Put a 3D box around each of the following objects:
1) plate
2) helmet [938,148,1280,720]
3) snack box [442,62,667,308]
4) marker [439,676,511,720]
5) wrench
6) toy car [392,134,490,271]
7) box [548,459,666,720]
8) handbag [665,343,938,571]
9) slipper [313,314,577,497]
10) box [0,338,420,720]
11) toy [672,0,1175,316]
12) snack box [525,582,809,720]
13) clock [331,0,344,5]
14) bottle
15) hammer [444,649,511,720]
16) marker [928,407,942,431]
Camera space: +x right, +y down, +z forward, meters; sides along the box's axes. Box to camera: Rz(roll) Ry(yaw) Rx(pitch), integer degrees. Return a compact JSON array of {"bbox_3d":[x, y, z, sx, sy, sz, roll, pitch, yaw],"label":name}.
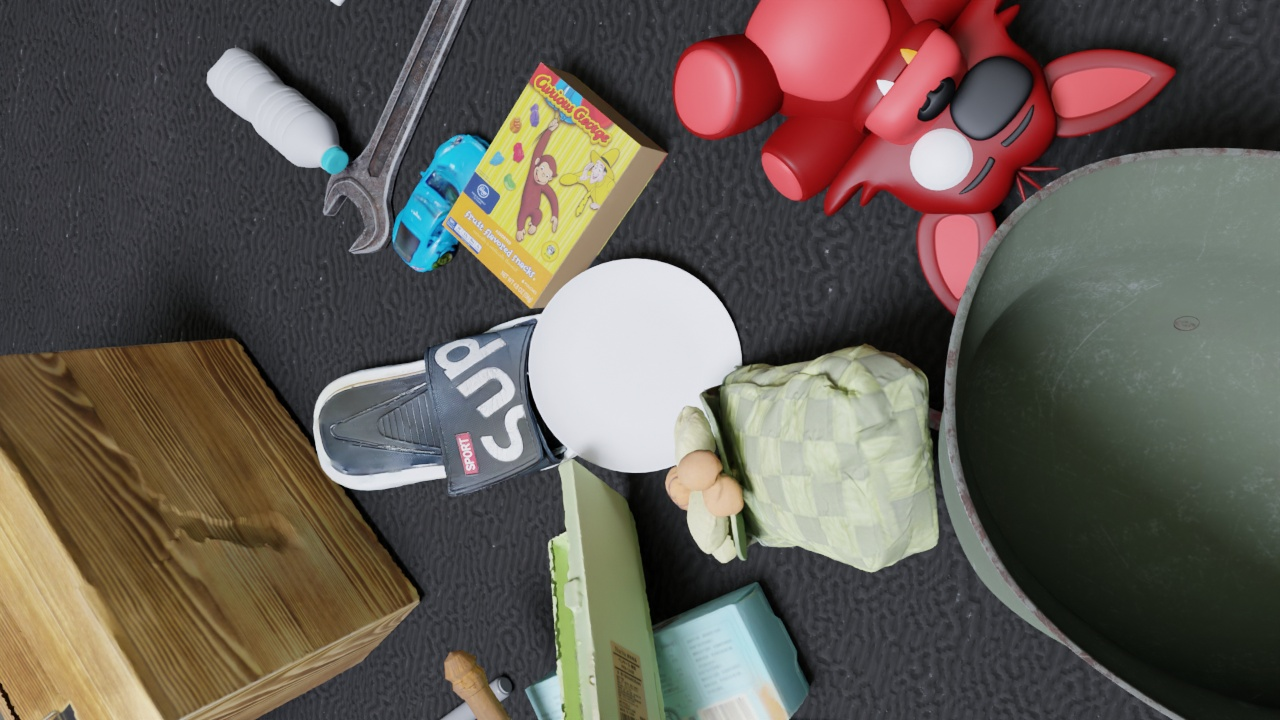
[{"bbox_3d":[-0.003,0.003,0.583,0.134,0.011,0.134,0,93,5],"label":"plate"},{"bbox_3d":[0.241,0.051,0.397,0.268,0.154,0.226,16,73,4],"label":"helmet"},{"bbox_3d":[-0.058,-0.111,0.598,0.088,0.040,0.126,43,111,16],"label":"snack box"},{"bbox_3d":[-0.147,0.278,0.695,0.141,0.016,0.016,-41,78,23],"label":"marker"},{"bbox_3d":[-0.160,-0.200,0.655,0.070,0.010,0.274,37,109,18],"label":"wrench"},{"bbox_3d":[-0.140,-0.111,0.643,0.048,0.032,0.105,45,110,16],"label":"toy car"},{"bbox_3d":[-0.035,0.166,0.546,0.082,0.098,0.187,-31,43,22],"label":"box"},{"bbox_3d":[0.073,0.054,0.484,0.116,0.187,0.113,-14,88,-15],"label":"handbag"},{"bbox_3d":[-0.137,0.038,0.641,0.264,0.063,0.111,-11,90,28],"label":"slipper"},{"bbox_3d":[-0.413,0.198,0.662,0.337,0.286,0.279,-44,76,20],"label":"box"},{"bbox_3d":[0.133,-0.139,0.468,0.197,0.120,0.159,39,108,8],"label":"toy"},{"bbox_3d":[0.015,0.211,0.590,0.175,0.053,0.075,-30,82,24],"label":"snack box"},{"bbox_3d":[-0.153,-0.318,0.609,0.161,0.072,0.125,-36,67,21],"label":"clock"},{"bbox_3d":[-0.269,-0.184,0.688,0.136,0.044,0.044,39,110,20],"label":"bottle"},{"bbox_3d":[-0.032,0.314,0.572,0.163,0.082,0.317,-31,94,25],"label":"hammer"},{"bbox_3d":[0.216,0.056,0.500,0.142,0.012,0.013,25,105,22],"label":"marker"}]
